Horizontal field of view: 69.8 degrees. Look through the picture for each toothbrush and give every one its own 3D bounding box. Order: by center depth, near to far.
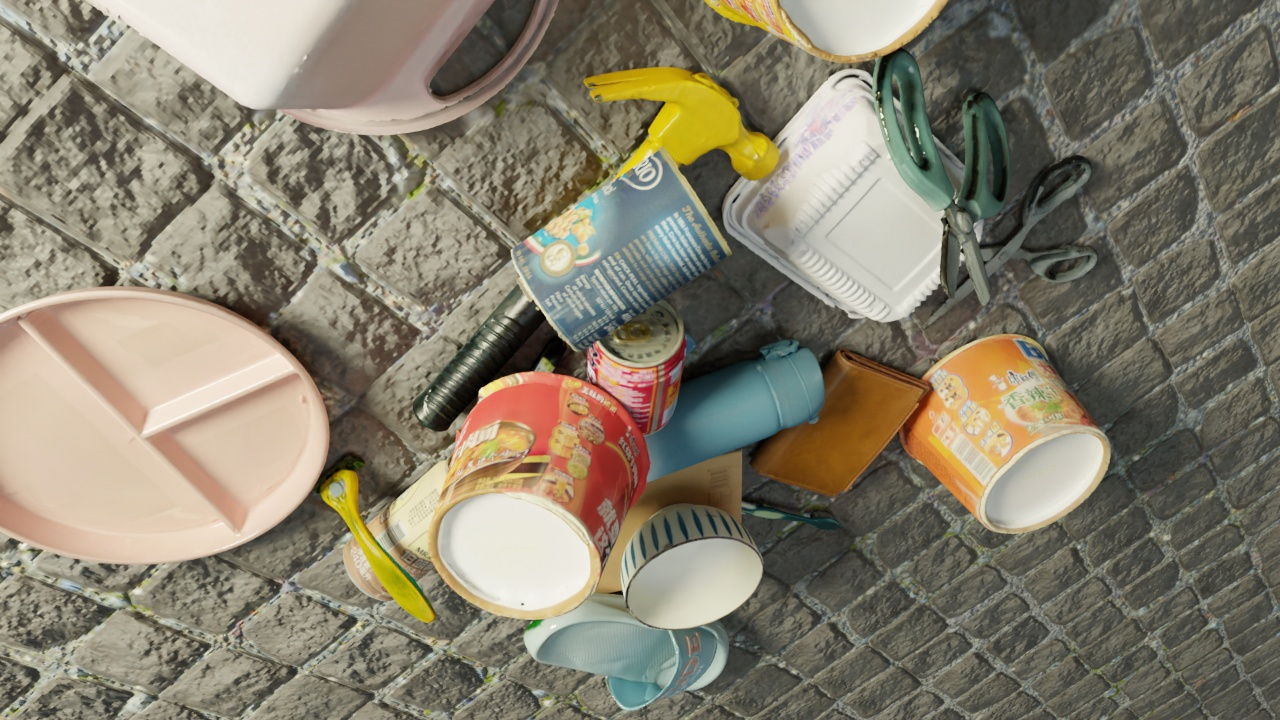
[{"bbox_3d":[0.104,0.132,0.827,0.191,0.018,0.016,15,122,-27],"label":"toothbrush"}]

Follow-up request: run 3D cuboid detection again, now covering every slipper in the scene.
[{"bbox_3d":[-0.001,0.275,0.851,0.245,0.074,0.104,27,118,-41],"label":"slipper"}]

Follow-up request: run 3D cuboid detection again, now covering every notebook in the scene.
[{"bbox_3d":[-0.013,0.149,0.787,0.211,0.012,0.150,-11,131,-7],"label":"notebook"}]

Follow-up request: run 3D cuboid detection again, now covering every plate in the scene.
[{"bbox_3d":[-0.322,0.046,0.592,0.229,0.028,0.230,-11,131,-13],"label":"plate"}]

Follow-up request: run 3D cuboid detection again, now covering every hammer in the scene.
[{"bbox_3d":[-0.050,-0.064,0.601,0.128,0.032,0.301,30,112,-35],"label":"hammer"}]

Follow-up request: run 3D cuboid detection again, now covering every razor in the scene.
[{"bbox_3d":[-0.187,0.132,0.656,0.043,0.132,0.028,-38,169,9],"label":"razor"}]

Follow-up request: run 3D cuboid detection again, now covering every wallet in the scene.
[{"bbox_3d":[0.176,0.060,0.781,0.119,0.035,0.131,17,121,-30],"label":"wallet"}]

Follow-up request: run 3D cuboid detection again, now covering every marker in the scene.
[{"bbox_3d":[-0.090,0.032,0.677,0.018,0.015,0.124,21,115,-33],"label":"marker"}]

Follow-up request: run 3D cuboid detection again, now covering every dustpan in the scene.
[{"bbox_3d":[-0.173,-0.234,0.438,0.223,0.138,0.273,-42,101,16],"label":"dustpan"}]

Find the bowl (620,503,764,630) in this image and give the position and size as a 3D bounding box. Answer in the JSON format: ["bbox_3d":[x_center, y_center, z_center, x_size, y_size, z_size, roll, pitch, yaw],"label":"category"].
[{"bbox_3d":[0.037,0.162,0.760,0.116,0.066,0.117,-8,130,-10],"label":"bowl"}]

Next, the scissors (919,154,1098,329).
[{"bbox_3d":[0.289,-0.088,0.720,0.180,0.014,0.160,-1,128,-17],"label":"scissors"}]

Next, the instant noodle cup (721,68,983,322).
[{"bbox_3d":[0.158,-0.097,0.632,0.173,0.060,0.138,30,112,-32],"label":"instant noodle cup"}]

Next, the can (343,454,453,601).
[{"bbox_3d":[-0.166,0.127,0.693,0.116,0.058,0.058,-40,129,13],"label":"can"}]

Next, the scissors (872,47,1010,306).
[{"bbox_3d":[0.208,-0.123,0.593,0.178,0.019,0.173,-27,97,-43],"label":"scissors"}]

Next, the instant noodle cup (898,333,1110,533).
[{"bbox_3d":[0.316,0.069,0.789,0.151,0.111,0.152,-10,129,-13],"label":"instant noodle cup"}]

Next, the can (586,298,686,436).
[{"bbox_3d":[-0.004,0.004,0.633,0.066,0.066,0.094,-12,149,-11],"label":"can"}]

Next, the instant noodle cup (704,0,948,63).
[{"bbox_3d":[0.097,-0.225,0.476,0.138,0.109,0.138,-10,131,-12],"label":"instant noodle cup"}]

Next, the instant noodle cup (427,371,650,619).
[{"bbox_3d":[-0.067,0.093,0.598,0.138,0.108,0.138,5,123,7],"label":"instant noodle cup"}]

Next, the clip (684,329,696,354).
[{"bbox_3d":[0.016,-0.025,0.668,0.026,0.038,0.058,-33,132,9],"label":"clip"}]

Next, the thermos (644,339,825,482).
[{"bbox_3d":[0.033,0.048,0.702,0.220,0.070,0.070,-21,131,-5],"label":"thermos"}]

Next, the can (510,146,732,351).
[{"bbox_3d":[-0.012,-0.064,0.543,0.111,0.075,0.075,-33,131,7],"label":"can"}]
